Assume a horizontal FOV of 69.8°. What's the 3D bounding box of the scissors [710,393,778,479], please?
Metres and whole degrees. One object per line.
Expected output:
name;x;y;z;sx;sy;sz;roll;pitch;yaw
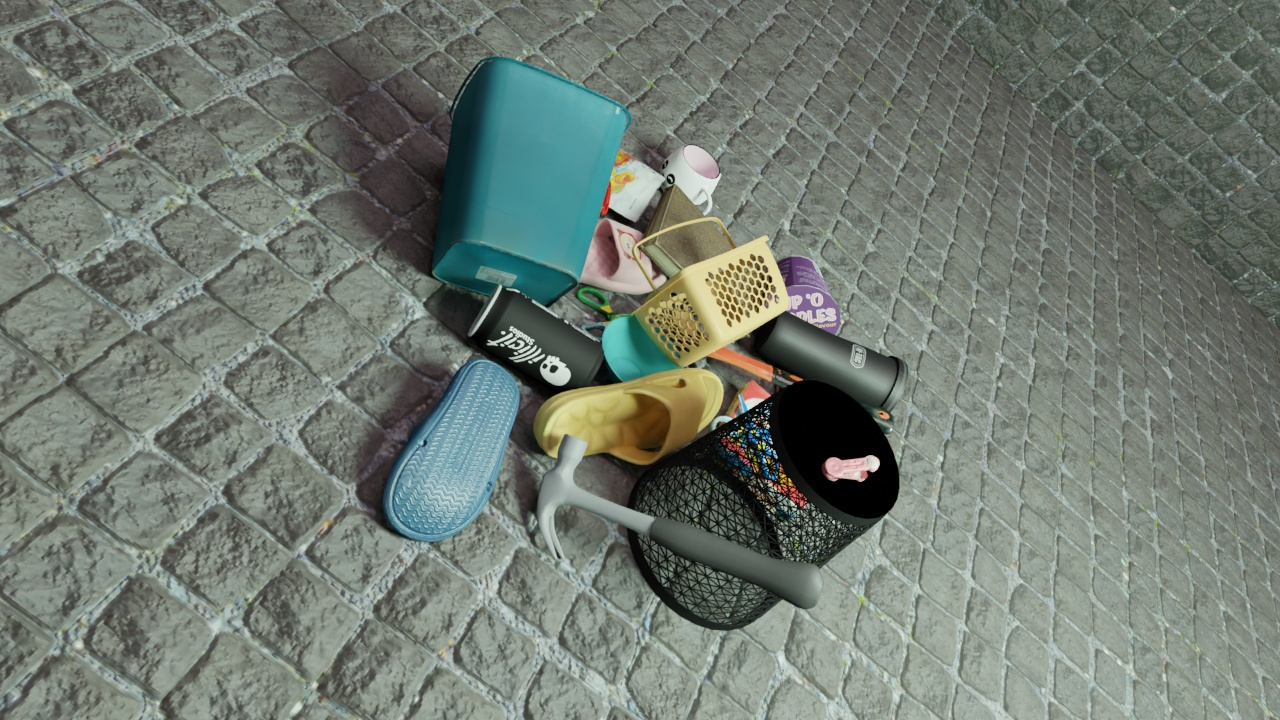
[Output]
scissors;0.141;0.097;1.177;0.129;0.013;0.125;10;52;-34

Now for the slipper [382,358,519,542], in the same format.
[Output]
slipper;-0.191;0.093;0.948;0.104;0.059;0.213;39;53;-20

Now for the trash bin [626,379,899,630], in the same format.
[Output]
trash bin;0.140;0.152;1.018;0.216;0.244;0.216;21;47;-24

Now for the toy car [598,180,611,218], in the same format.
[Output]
toy car;-0.131;-0.251;1.254;0.189;0.056;0.081;17;49;-14

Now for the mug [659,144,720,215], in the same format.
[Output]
mug;0.079;-0.273;1.434;0.090;0.076;0.123;3;56;-37

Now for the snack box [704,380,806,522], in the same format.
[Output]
snack box;0.170;0.118;1.221;0.145;0.040;0.142;40;42;-4

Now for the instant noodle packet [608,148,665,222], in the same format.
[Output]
instant noodle packet;-0.093;-0.315;1.352;0.269;0.057;0.146;34;45;-7

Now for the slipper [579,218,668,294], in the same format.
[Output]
slipper;-0.046;-0.145;1.250;0.221;0.056;0.106;2;59;-38

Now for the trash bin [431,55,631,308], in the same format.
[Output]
trash bin;-0.141;-0.196;1.088;0.199;0.197;0.218;16;72;-22

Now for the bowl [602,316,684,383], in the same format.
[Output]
bowl;-0.007;0.007;1.166;0.121;0.046;0.121;21;47;-24

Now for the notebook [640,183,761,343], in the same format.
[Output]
notebook;0.100;-0.154;1.351;0.215;0.035;0.189;44;40;-24

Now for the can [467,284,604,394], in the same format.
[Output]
can;-0.121;-0.021;1.073;0.146;0.080;0.080;32;43;-14

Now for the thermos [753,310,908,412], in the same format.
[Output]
thermos;0.276;0.004;1.335;0.218;0.106;0.105;27;44;-9

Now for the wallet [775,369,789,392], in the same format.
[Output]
wallet;0.247;0.075;1.329;0.121;0.027;0.098;30;39;-13

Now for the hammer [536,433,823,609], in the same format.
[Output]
hammer;0.033;0.183;0.937;0.311;0.029;0.125;19;83;19

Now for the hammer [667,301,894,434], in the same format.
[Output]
hammer;0.192;0.024;1.254;0.333;0.033;0.132;22;38;-3

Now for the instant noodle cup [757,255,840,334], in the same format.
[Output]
instant noodle cup;0.239;-0.089;1.403;0.121;0.122;0.137;-82;162;-52

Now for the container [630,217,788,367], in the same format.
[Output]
container;0.080;-0.099;1.184;0.182;0.130;0.167;-27;85;-43

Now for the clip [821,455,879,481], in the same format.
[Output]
clip;0.206;0.108;0.907;0.058;0.050;0.023;-15;56;2

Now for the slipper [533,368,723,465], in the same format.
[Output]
slipper;0.002;0.075;1.073;0.262;0.100;0.078;-5;33;-35

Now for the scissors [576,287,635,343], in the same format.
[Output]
scissors;-0.033;-0.047;1.215;0.129;0.012;0.116;32;45;-12
